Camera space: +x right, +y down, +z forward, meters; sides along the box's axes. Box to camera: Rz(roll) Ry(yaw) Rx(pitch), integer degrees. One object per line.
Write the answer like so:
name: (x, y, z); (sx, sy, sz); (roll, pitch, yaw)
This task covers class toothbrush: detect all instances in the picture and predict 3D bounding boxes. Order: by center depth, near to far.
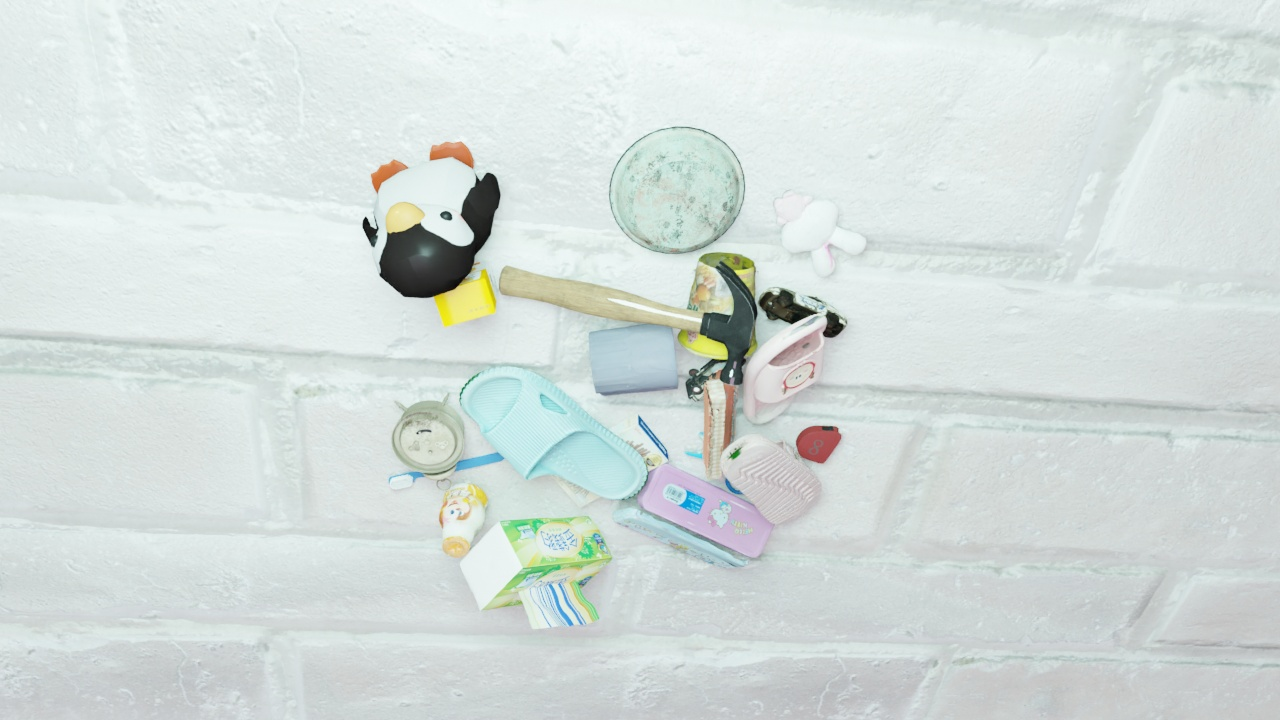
toothbrush: (-0.267, 0.152, 1.264); (0.167, 0.014, 0.016); (-13, 124, 4)

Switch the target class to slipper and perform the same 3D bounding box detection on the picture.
slipper: (0.177, 0.020, 1.141); (0.106, 0.055, 0.222); (-27, 154, -20)
slipper: (-0.110, 0.105, 1.195); (0.276, 0.069, 0.116); (35, 109, -13)
slipper: (0.174, 0.150, 1.253); (0.094, 0.064, 0.239); (-37, 140, 9)

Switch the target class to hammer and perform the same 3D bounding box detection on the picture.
hammer: (-0.018, -0.068, 1.068); (0.305, 0.040, 0.132); (13, 111, 11)

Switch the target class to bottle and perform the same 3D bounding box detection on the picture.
bottle: (-0.244, 0.219, 1.254); (0.063, 0.108, 0.063); (0, 123, 0)

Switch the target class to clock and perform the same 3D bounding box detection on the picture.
clock: (-0.273, 0.112, 1.214); (0.093, 0.054, 0.141); (-8, 117, 1)

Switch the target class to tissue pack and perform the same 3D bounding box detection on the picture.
tissue pack: (-0.126, 0.301, 1.254); (0.197, 0.141, 0.120); (2, 136, -48)

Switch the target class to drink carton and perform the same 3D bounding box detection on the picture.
drink carton: (-0.198, -0.079, 1.049); (0.058, 0.122, 0.040); (-16, 108, -2)

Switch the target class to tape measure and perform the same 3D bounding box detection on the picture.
tape measure: (0.245, 0.111, 1.274); (0.051, 0.019, 0.059); (20, 120, -13)

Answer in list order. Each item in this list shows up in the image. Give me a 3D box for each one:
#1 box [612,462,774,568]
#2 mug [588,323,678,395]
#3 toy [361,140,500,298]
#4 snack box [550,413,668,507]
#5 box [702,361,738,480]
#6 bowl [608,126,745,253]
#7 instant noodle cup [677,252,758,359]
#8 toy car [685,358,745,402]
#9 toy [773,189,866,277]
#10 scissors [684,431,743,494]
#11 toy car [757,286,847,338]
box: (0.078, 0.237, 1.325); (0.214, 0.062, 0.140); (27, 121, -21)
mug: (-0.007, 0.007, 1.156); (0.104, 0.083, 0.124); (-7, 151, 1)
toy: (-0.221, -0.126, 0.978); (0.159, 0.183, 0.140); (-18, 124, 7)
snack box: (-0.045, 0.139, 1.266); (0.150, 0.026, 0.082); (-30, 120, 16)
box: (0.104, 0.084, 1.187); (0.076, 0.055, 0.187); (-40, 148, -28)
bowl: (0.044, -0.184, 1.046); (0.157, 0.038, 0.158); (-2, 124, -3)
instant noodle cup: (0.098, -0.068, 1.101); (0.102, 0.102, 0.108); (1, 115, -6)
toy car: (0.098, 0.016, 1.185); (0.092, 0.040, 0.037); (-40, 119, 21)
toy: (0.202, -0.155, 1.079); (0.125, 0.037, 0.076); (37, 118, -22)
scissors: (0.119, 0.147, 1.293); (0.140, 0.013, 0.113); (9, 122, -13)
toy car: (0.202, -0.063, 1.140); (0.113, 0.040, 0.049); (23, 150, -7)
